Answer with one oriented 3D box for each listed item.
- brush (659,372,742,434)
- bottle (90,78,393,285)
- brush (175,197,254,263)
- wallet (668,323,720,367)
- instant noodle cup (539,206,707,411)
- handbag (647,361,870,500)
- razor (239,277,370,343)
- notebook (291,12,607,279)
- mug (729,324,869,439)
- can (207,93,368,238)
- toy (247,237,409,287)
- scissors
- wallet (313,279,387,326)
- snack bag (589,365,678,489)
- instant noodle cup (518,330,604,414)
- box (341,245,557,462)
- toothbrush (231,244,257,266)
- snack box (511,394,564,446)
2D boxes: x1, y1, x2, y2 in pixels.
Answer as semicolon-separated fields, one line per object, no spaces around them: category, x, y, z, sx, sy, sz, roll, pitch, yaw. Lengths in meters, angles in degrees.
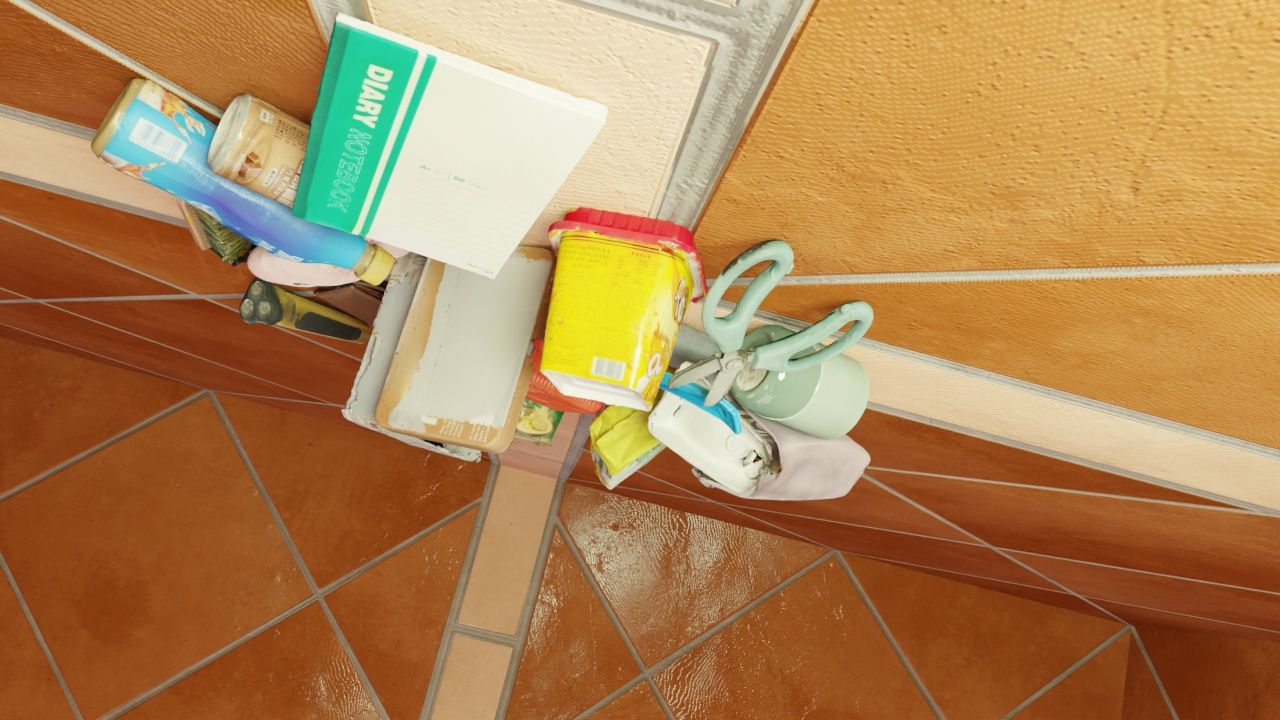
brush;-0.005;0.005;0.826;0.255;0.045;0.083;27;143;39
bottle;-0.284;-0.121;0.685;0.218;0.065;0.065;32;159;-36
brush;-0.356;-0.136;0.764;0.073;0.063;0.146;46;161;-3
wallet;0.013;-0.018;0.914;0.129;0.037;0.107;19;165;-21
instant noodle cup;-0.018;-0.034;0.688;0.116;0.123;0.116;11;167;11
handbag;0.121;0.082;0.918;0.145;0.098;0.196;35;-165;36
razor;-0.425;-0.055;1.177;0.167;0.062;0.067;21;-164;-45
notebook;-0.130;-0.119;0.571;0.150;0.012;0.210;15;154;-21
mug;0.135;0.014;0.844;0.106;0.082;0.112;21;-171;-29
can;-0.234;-0.134;0.642;0.116;0.058;0.059;24;164;-36
toy;-0.275;-0.096;0.821;0.160;0.054;0.121;-7;-178;43
scissors;0.093;-0.030;0.685;0.170;0.019;0.181;-20;142;0
wallet;-0.309;-0.067;1.057;0.101;0.032;0.125;27;161;-35
snack bag;0.010;0.074;1.077;0.068;0.158;0.247;54;169;9
instant noodle cup;-0.104;0.004;1.034;0.164;0.079;0.189;26;167;-29
box;-0.148;0.000;0.847;0.198;0.180;0.157;8;164;26
toothbrush;-0.395;-0.115;0.958;0.213;0.026;0.027;-1;126;51
snack box;-0.154;0.048;1.188;0.117;0.105;0.118;18;169;-22
